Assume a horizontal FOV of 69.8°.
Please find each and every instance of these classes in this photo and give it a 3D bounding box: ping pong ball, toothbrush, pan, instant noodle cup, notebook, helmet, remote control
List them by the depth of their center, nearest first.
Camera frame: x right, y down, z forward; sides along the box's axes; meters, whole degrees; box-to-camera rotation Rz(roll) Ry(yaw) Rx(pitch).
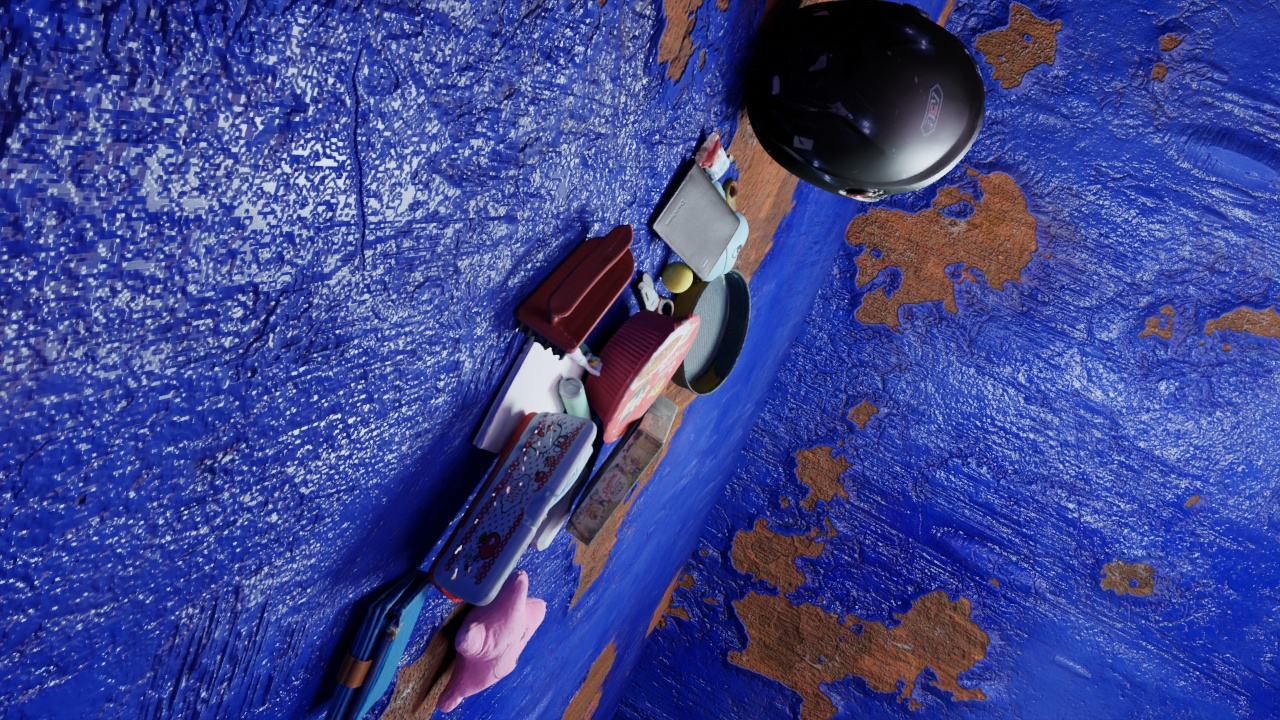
[{"bbox_3d":[-0.068,-0.012,0.954,0.021,0.029,0.189,-27,166,3],"label":"toothbrush"},{"bbox_3d":[-0.105,0.035,0.966,0.150,0.012,0.209,-62,167,-7],"label":"notebook"},{"bbox_3d":[-0.071,0.069,1.087,0.225,0.026,0.027,84,6,-68],"label":"toothbrush"},{"bbox_3d":[0.264,-0.318,1.116,0.229,0.275,0.234,1,107,-45],"label":"helmet"},{"bbox_3d":[-0.007,0.007,1.124,0.193,0.066,0.194,-50,168,-14],"label":"instant noodle cup"},{"bbox_3d":[0.047,-0.108,1.187,0.040,0.040,0.040,-56,165,-24],"label":"ping pong ball"},{"bbox_3d":[-0.109,0.201,1.246,0.124,0.024,0.049,-57,166,-22],"label":"remote control"},{"bbox_3d":[0.109,-0.105,1.326,0.197,0.078,0.358,-44,140,-39],"label":"pan"}]

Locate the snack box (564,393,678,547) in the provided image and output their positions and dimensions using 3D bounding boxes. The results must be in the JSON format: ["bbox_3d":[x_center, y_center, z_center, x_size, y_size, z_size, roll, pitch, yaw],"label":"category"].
[{"bbox_3d":[-0.023,0.144,1.261,0.183,0.046,0.177,-54,-179,15],"label":"snack box"}]

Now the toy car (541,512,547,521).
[{"bbox_3d":[-0.113,0.152,1.121,0.105,0.032,0.048,-57,166,-47],"label":"toy car"}]

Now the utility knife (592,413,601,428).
[{"bbox_3d":[-0.080,0.121,1.219,0.179,0.013,0.029,-60,165,-10],"label":"utility knife"}]

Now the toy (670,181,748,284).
[{"bbox_3d":[0.091,-0.157,1.172,0.161,0.050,0.156,-36,141,-36],"label":"toy"}]

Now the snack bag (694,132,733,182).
[{"bbox_3d":[0.089,-0.242,1.112,0.048,0.026,0.104,-53,168,9],"label":"snack bag"}]

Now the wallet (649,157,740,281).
[{"bbox_3d":[0.066,-0.165,1.090,0.122,0.020,0.096,41,75,-46],"label":"wallet"}]

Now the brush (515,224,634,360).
[{"bbox_3d":[-0.051,-0.071,0.855,0.145,0.063,0.069,-53,177,-38],"label":"brush"}]

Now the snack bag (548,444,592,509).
[{"bbox_3d":[-0.123,0.153,1.025,0.190,0.039,0.110,-50,144,-18],"label":"snack bag"}]

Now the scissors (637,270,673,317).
[{"bbox_3d":[0.008,-0.057,1.196,0.206,0.015,0.192,-37,152,-60],"label":"scissors"}]

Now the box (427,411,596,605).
[{"bbox_3d":[-0.129,0.139,0.887,0.200,0.073,0.155,-59,-168,-22],"label":"box"}]

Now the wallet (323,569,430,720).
[{"bbox_3d":[-0.244,0.270,0.857,0.106,0.040,0.133,-37,151,-79],"label":"wallet"}]

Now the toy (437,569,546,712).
[{"bbox_3d":[-0.176,0.339,1.150,0.178,0.074,0.195,-29,146,-51],"label":"toy"}]
